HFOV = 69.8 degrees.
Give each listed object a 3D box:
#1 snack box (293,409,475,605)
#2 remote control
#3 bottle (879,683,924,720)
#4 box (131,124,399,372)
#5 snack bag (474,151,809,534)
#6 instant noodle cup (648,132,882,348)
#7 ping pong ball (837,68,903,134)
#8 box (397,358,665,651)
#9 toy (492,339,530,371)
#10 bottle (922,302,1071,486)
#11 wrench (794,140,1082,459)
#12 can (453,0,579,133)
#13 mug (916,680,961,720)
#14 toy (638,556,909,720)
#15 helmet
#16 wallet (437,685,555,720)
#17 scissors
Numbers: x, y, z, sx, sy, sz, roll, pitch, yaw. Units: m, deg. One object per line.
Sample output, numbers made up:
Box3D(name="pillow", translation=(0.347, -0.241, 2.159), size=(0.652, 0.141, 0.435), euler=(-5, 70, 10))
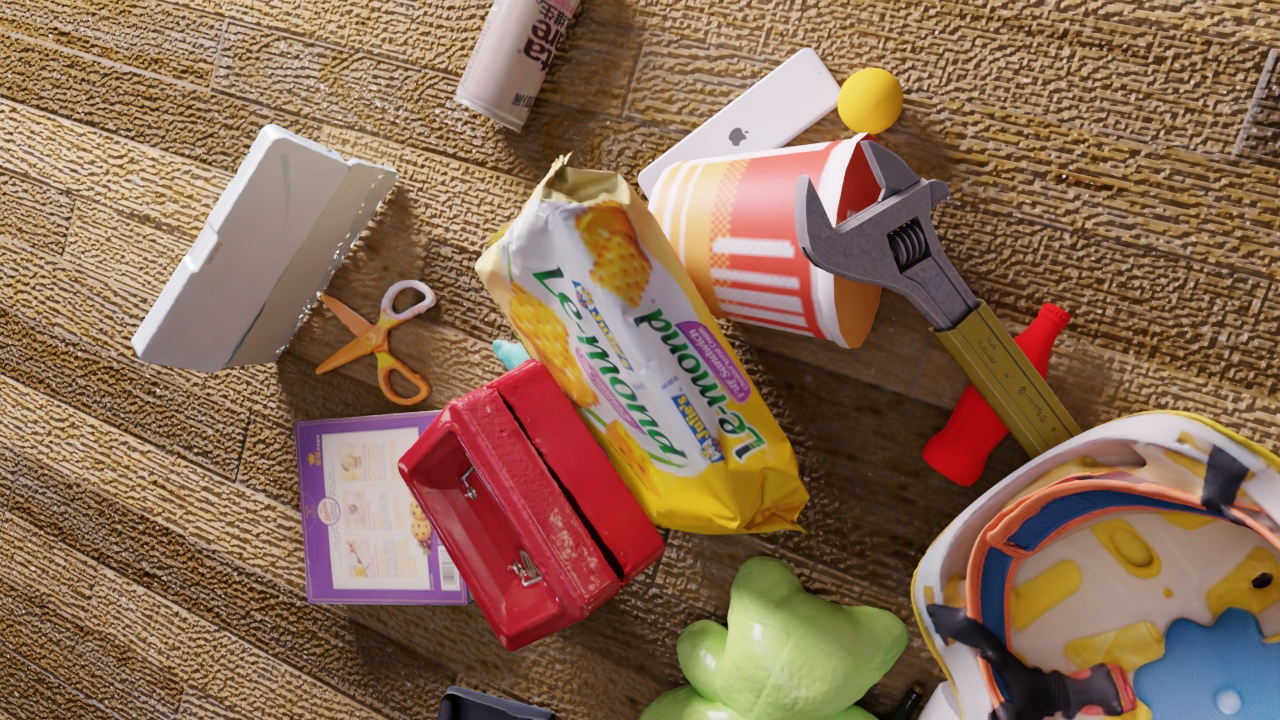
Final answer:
Box3D(name="snack box", translation=(-0.190, 0.112, 0.703), size=(0.148, 0.040, 0.143), euler=(-5, 89, 20))
Box3D(name="remote control", translation=(0.065, -0.150, 0.622), size=(0.147, 0.008, 0.045), euler=(-34, 80, 18))
Box3D(name="bottle", translation=(0.153, 0.252, 0.589), size=(0.025, 0.025, 0.106), euler=(31, 101, 17))
Box3D(name="box", translation=(-0.270, -0.072, 0.678), size=(0.041, 0.134, 0.197), euler=(46, 105, 24))
Box3D(name="snack bag", translation=(-0.003, 0.003, 0.561), size=(0.068, 0.160, 0.247), euler=(-35, 97, -26))
Box3D(name="instant noodle cup", translation=(0.077, -0.075, 0.566), size=(0.121, 0.123, 0.123), euler=(6, 93, 27))
Box3D(name="ping pong ball", translation=(0.144, -0.162, 0.576), size=(0.040, 0.040, 0.040), euler=(0, 91, 20))
Box3D(name="box", translation=(-0.073, 0.094, 0.602), size=(0.157, 0.092, 0.130), euler=(58, 145, 5))
Box3D(name="toy", translation=(-0.058, -0.028, 0.659), size=(0.085, 0.033, 0.105), euler=(34, 105, 26))
Box3D(name="bottle", translation=(0.218, 0.019, 0.555), size=(0.036, 0.036, 0.119), euler=(35, 102, 16))
Box3D(name="wrench", translation=(0.182, -0.009, 0.507), size=(0.083, 0.018, 0.273), euler=(-44, 108, -6))
Box3D(name="can", translation=(-0.081, -0.235, 0.650), size=(0.054, 0.054, 0.136), euler=(29, 100, 17))
Box3D(name="mug", translation=(0.207, 0.261, 0.543), size=(0.121, 0.091, 0.090), euler=(24, 101, -17))
Box3D(name="toy", translation=(0.074, 0.230, 0.581), size=(0.150, 0.107, 0.197), euler=(24, 89, 18))
Box3D(name="helmet", translation=(0.272, 0.156, 0.456), size=(0.210, 0.139, 0.239), euler=(-44, 42, 31))
Box3D(name="wallet", translation=(-0.110, 0.307, 0.685), size=(0.089, 0.026, 0.115), euler=(9, 95, 20))
Box3D(name="scissors", translation=(-0.205, -0.021, 0.722), size=(0.125, 0.011, 0.128), euler=(37, 101, 14))
